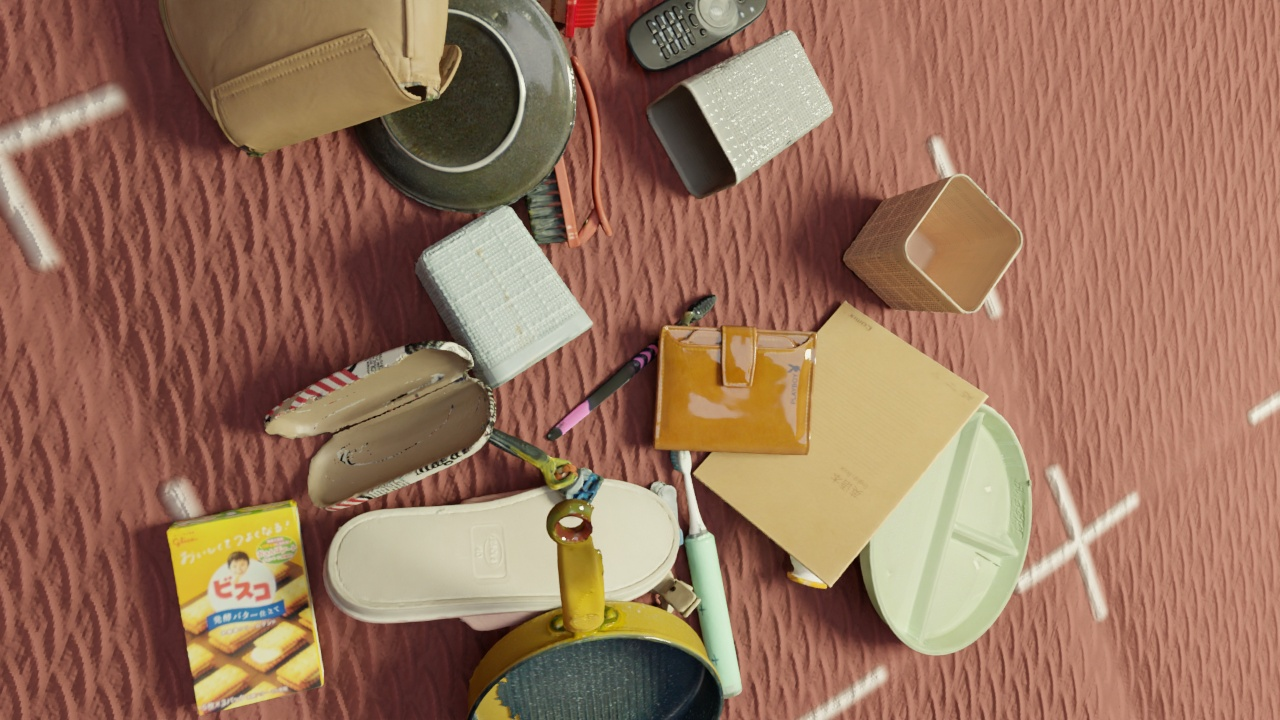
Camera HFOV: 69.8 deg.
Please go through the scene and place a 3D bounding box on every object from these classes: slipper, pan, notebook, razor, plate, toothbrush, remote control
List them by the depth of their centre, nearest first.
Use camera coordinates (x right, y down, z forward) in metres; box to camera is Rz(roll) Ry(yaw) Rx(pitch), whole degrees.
[{"bbox_3d":[-0.037,0.209,0.646,0.197,0.078,0.358,-9,125,-7],"label":"pan"},{"bbox_3d":[-0.137,-0.195,0.668,0.179,0.024,0.180,4,110,9],"label":"plate"},{"bbox_3d":[-0.100,0.151,0.705,0.274,0.055,0.114,-4,55,-22],"label":"slipper"},{"bbox_3d":[-0.096,0.070,0.717,0.143,0.022,0.042,29,44,4],"label":"razor"},{"bbox_3d":[-0.005,0.004,0.769,0.189,0.018,0.014,-41,94,-11],"label":"toothbrush"},{"bbox_3d":[0.046,-0.285,0.772,0.136,0.024,0.053,-33,100,-15],"label":"remote control"},{"bbox_3d":[0.169,0.064,0.781,0.149,0.012,0.211,38,78,25],"label":"notebook"},{"bbox_3d":[0.055,0.182,0.788,0.026,0.027,0.224,-16,97,-41],"label":"toothbrush"},{"bbox_3d":[0.279,0.149,0.832,0.229,0.028,0.230,-2,93,-34],"label":"plate"}]

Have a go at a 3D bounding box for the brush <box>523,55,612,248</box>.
[{"bbox_3d":[-0.063,-0.161,0.720,0.069,0.063,0.146,-12,97,-4],"label":"brush"}]

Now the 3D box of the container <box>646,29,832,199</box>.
[{"bbox_3d":[0.084,-0.204,0.755,0.114,0.090,0.090,-35,102,-17],"label":"container"}]

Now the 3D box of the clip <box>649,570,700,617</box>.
[{"bbox_3d":[0.025,0.190,0.753,0.035,0.099,0.098,-43,133,-14],"label":"clip"}]

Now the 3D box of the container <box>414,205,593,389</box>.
[{"bbox_3d":[-0.108,-0.049,0.698,0.089,0.090,0.111,-33,98,-15],"label":"container"}]

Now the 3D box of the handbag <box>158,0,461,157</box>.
[{"bbox_3d":[-0.215,-0.228,0.617,0.205,0.099,0.148,-8,98,26],"label":"handbag"}]

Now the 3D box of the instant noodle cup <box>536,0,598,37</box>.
[{"bbox_3d":[-0.090,-0.316,0.688,0.124,0.117,0.116,5,90,-6],"label":"instant noodle cup"}]

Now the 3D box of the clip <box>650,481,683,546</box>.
[{"bbox_3d":[0.020,0.131,0.778,0.024,0.028,0.057,-10,94,-22],"label":"clip"}]

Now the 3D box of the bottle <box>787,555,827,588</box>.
[{"bbox_3d":[0.158,0.142,0.802,0.063,0.063,0.108,15,87,-18],"label":"bottle"}]

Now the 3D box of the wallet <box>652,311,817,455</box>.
[{"bbox_3d":[0.078,0.018,0.760,0.130,0.035,0.119,2,102,0],"label":"wallet"}]

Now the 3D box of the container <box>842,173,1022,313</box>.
[{"bbox_3d":[0.247,-0.096,0.797,0.090,0.111,0.089,39,80,-15],"label":"container"}]

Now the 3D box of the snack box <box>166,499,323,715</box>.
[{"bbox_3d":[-0.288,0.180,0.675,0.086,0.034,0.140,-8,93,-18],"label":"snack box"}]

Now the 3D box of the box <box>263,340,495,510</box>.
[{"bbox_3d":[-0.185,0.048,0.655,0.162,0.075,0.085,-24,72,12],"label":"box"}]
